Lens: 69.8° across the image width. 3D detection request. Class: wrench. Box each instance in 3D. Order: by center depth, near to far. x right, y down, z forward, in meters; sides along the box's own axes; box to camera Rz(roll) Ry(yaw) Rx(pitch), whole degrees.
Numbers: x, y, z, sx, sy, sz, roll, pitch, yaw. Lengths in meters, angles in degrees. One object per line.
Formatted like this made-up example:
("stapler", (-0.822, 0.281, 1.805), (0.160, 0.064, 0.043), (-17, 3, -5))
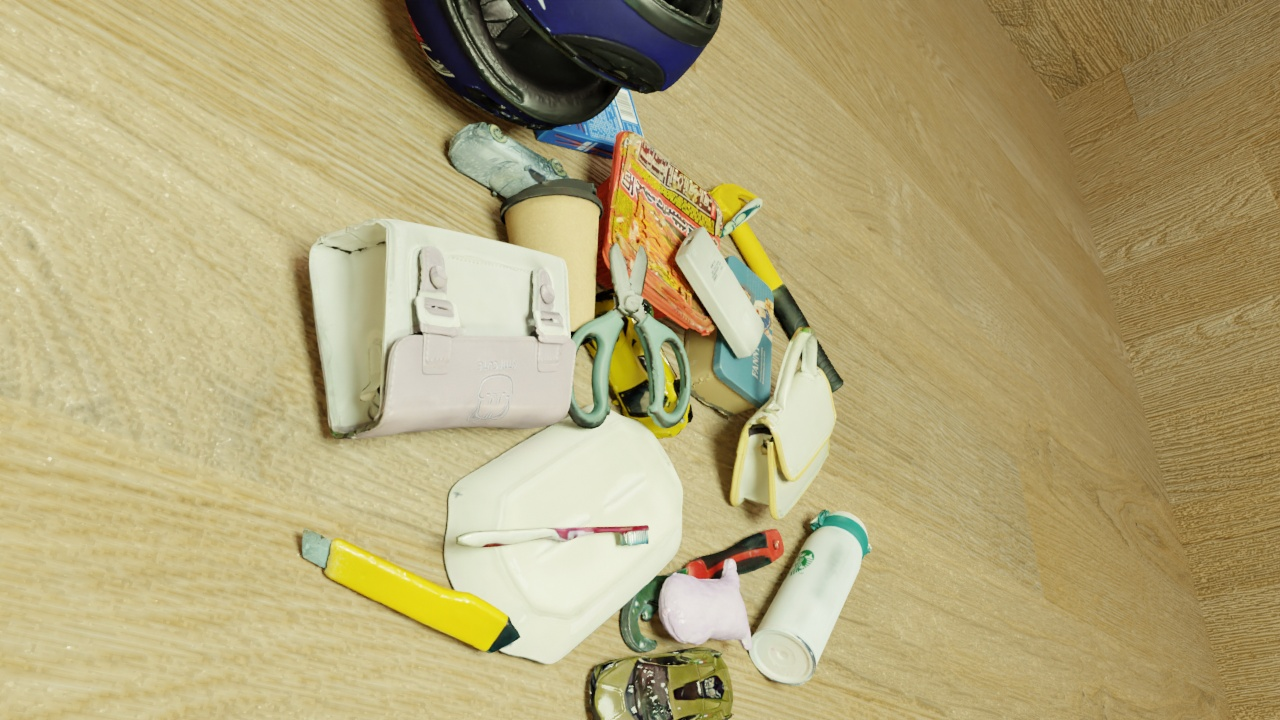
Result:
("wrench", (0.068, 0.207, 0.877), (0.272, 0.016, 0.056), (-13, 84, -52))

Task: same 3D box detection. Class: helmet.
("helmet", (-0.084, -0.323, 0.798), (0.247, 0.241, 0.315), (11, 52, -42))

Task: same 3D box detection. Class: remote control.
("remote control", (0.082, -0.067, 0.929), (0.135, 0.019, 0.056), (55, 40, -24))

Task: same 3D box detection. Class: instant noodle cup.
("instant noodle cup", (0.011, -0.120, 0.939), (0.164, 0.079, 0.188), (33, 47, -36))

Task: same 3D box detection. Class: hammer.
("hammer", (0.170, -0.089, 1.156), (0.301, 0.033, 0.128), (58, 38, -9))

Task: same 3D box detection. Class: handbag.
("handbag", (-0.136, -0.018, 0.683), (0.196, 0.099, 0.145), (3, 82, -56))
("handbag", (0.159, 0.059, 0.959), (0.162, 0.063, 0.179), (-36, 135, -53))

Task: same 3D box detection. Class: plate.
("plate", (-0.044, 0.130, 0.754), (0.264, 0.034, 0.162), (-28, 89, -50))

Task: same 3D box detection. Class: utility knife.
("utility knife", (-0.154, 0.156, 0.621), (0.173, 0.015, 0.033), (36, 89, -26))

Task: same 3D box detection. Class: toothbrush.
("toothbrush", (-0.060, 0.135, 0.695), (0.187, 0.016, 0.017), (8, 73, -44))
("toothbrush", (0.111, -0.161, 1.084), (0.016, 0.018, 0.191), (57, 38, -9))

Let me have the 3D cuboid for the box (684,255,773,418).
("box", (0.097, -0.021, 1.005), (0.089, 0.062, 0.183), (34, 45, -34))

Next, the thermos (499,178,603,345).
("thermos", (-0.075, -0.086, 0.814), (0.093, 0.093, 0.143), (10, 70, -48))

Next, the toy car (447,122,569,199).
("toy car", (-0.118, -0.172, 0.834), (0.120, 0.054, 0.036), (26, 50, -40))

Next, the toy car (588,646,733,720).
("toy car", (0.021, 0.278, 0.761), (0.158, 0.042, 0.070), (10, 62, -45))

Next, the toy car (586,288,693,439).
("toy car", (-0.005, 0.005, 0.857), (0.041, 0.071, 0.156), (-33, 97, -54))

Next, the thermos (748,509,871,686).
("thermos", (0.182, 0.235, 0.960), (0.073, 0.073, 0.223), (59, 37, -8))

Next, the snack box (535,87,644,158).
("snack box", (-0.059, -0.265, 0.981), (0.156, 0.026, 0.084), (-1, 70, -51))

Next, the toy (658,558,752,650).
("toy", (0.058, 0.217, 0.815), (0.107, 0.039, 0.083), (10, 61, -41))

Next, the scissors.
("scissors", (-0.022, -0.015, 0.786), (0.169, 0.019, 0.177), (-21, 101, -34))
